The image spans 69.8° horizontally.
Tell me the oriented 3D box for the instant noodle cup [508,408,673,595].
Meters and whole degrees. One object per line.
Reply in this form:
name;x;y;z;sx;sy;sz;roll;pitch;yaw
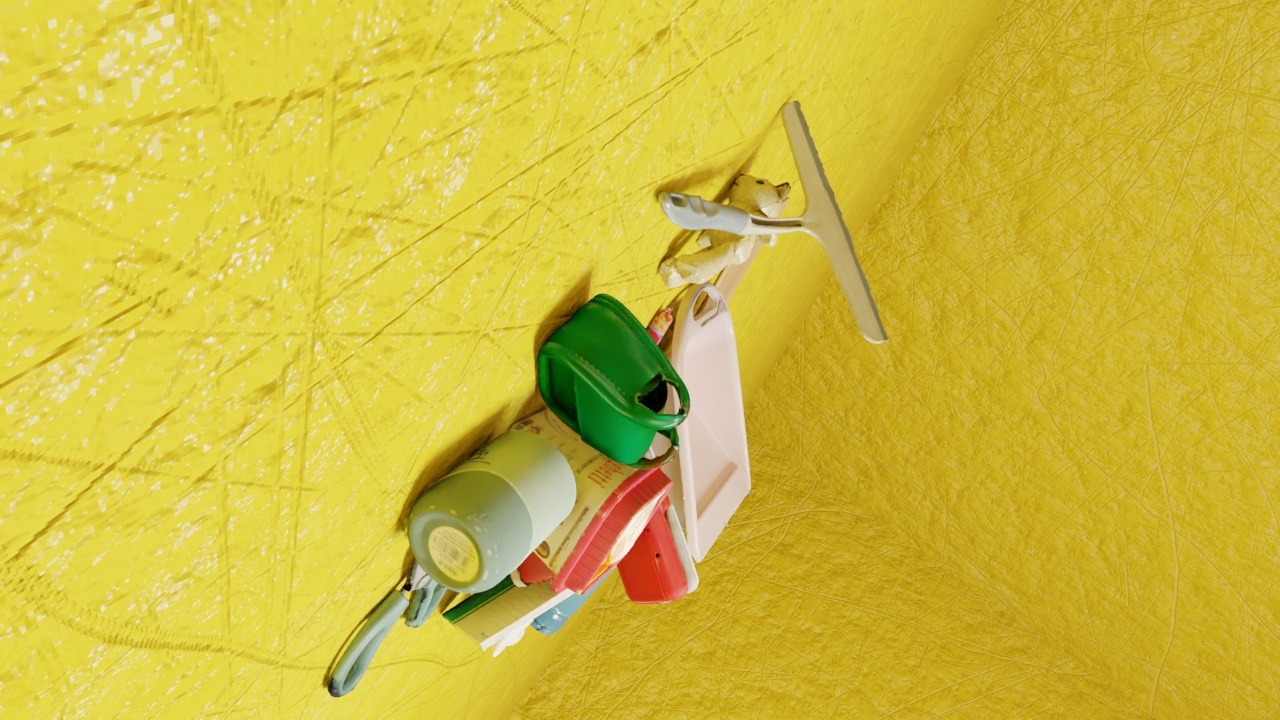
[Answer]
instant noodle cup;-0.058;0.109;0.759;0.117;0.124;0.116;-59;166;22

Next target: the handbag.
handbag;-0.016;0.022;0.688;0.067;0.120;0.131;-46;168;-22

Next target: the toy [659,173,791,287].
toy;0.078;-0.119;0.859;0.156;0.066;0.105;-44;-161;-30

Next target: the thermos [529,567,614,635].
thermos;-0.067;0.253;1.164;0.220;0.070;0.070;-48;170;3

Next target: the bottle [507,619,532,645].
bottle;-0.153;0.292;1.108;0.109;0.063;0.063;-58;169;23

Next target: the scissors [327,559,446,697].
scissors;-0.200;0.207;0.740;0.177;0.019;0.174;-47;169;-34

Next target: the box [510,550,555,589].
box;-0.063;0.148;0.899;0.079;0.091;0.168;-14;-172;25

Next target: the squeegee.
squeegee;0.091;-0.119;0.769;0.246;0.246;0.039;-5;163;-46

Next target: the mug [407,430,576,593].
mug;-0.118;0.113;0.664;0.112;0.082;0.106;-24;-171;33

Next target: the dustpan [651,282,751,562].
dustpan;0.085;0.059;1.055;0.139;0.273;0.222;-32;-176;26

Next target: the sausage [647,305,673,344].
sausage;-0.006;0.006;0.975;0.156;0.020;0.020;-59;169;24

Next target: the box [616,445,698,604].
box;-0.010;0.124;0.848;0.048;0.201;0.087;-18;177;-39

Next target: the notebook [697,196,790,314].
notebook;0.123;-0.114;1.206;0.147;0.008;0.208;-38;161;-57

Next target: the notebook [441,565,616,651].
notebook;-0.090;0.215;0.925;0.208;0.012;0.151;-29;-170;-24

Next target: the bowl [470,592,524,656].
bowl;-0.148;0.261;1.020;0.118;0.065;0.118;-51;171;-11
